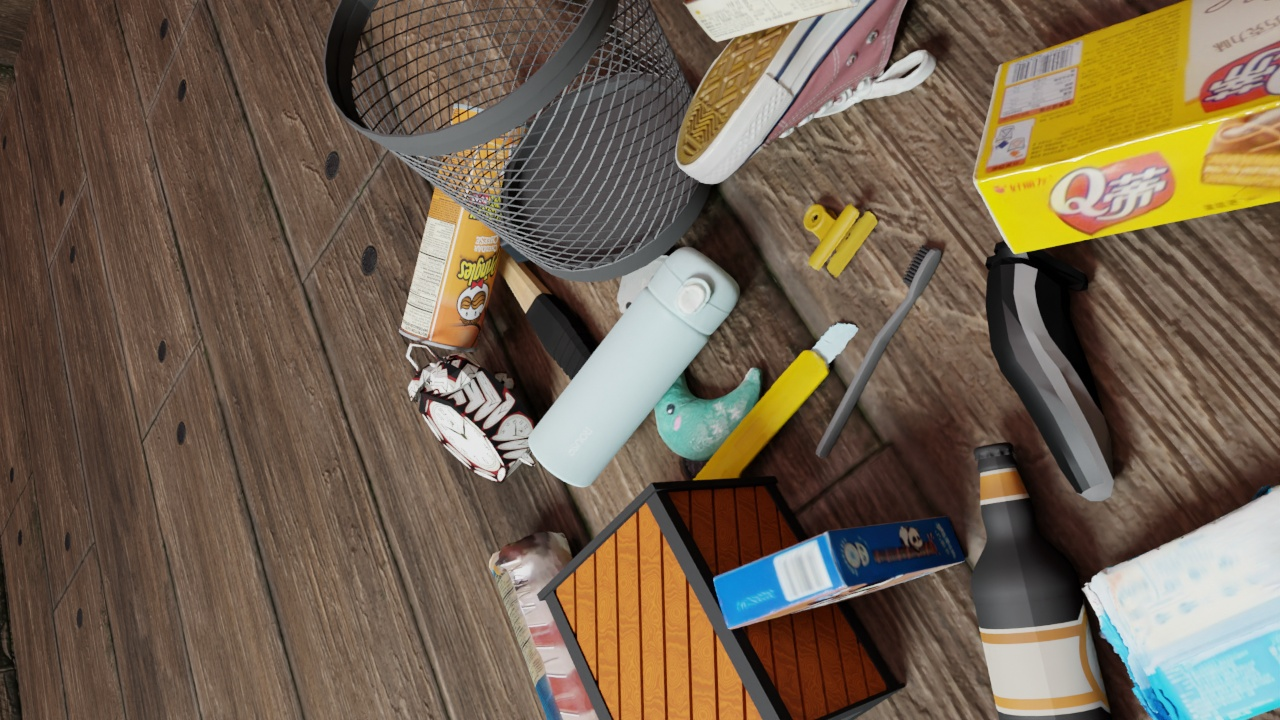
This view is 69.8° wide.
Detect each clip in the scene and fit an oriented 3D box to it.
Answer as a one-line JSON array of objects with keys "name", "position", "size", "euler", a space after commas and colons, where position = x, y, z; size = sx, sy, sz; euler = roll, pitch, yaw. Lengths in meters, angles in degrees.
[{"name": "clip", "position": [0.136, -0.093, 0.658], "size": [0.049, 0.044, 0.054], "euler": [38, 116, 11]}, {"name": "clip", "position": [-0.003, -0.066, 0.777], "size": [0.102, 0.050, 0.058], "euler": [14, 83, 44]}]

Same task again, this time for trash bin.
[{"name": "trash bin", "position": [0.051, 0.193, 0.638], "size": [0.140, 0.139, 0.171], "euler": [-48, 57, 29]}, {"name": "trash bin", "position": [-0.070, -0.193, 0.683], "size": [0.218, 0.227, 0.217], "euler": [-10, 64, 22]}]

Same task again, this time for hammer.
[{"name": "hammer", "position": [-0.102, -0.061, 0.871], "size": [0.328, 0.039, 0.131], "euler": [51, 118, 32]}]

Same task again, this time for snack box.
[{"name": "snack box", "position": [0.117, -0.287, 0.605], "size": [0.147, 0.041, 0.143], "euler": [-56, 30, -11]}, {"name": "snack box", "position": [0.126, 0.129, 0.566], "size": [0.087, 0.151, 0.034], "euler": [-32, 65, 37]}, {"name": "snack box", "position": [0.295, -0.132, 0.457], "size": [0.231, 0.061, 0.109], "euler": [-10, 45, 42]}]

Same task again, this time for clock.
[{"name": "clock", "position": [-0.158, 0.038, 0.858], "size": [0.154, 0.064, 0.115], "euler": [52, 150, -15]}]

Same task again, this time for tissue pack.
[{"name": "tissue pack", "position": [0.306, 0.124, 0.461], "size": [0.145, 0.061, 0.092], "euler": [-41, 59, 30]}]

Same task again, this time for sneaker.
[{"name": "sneaker", "position": [0.125, -0.208, 0.639], "size": [0.241, 0.088, 0.118], "euler": [-48, 30, 6]}]

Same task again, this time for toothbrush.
[{"name": "toothbrush", "position": [0.163, -0.003, 0.637], "size": [0.013, 0.012, 0.167], "euler": [42, 115, 45]}]

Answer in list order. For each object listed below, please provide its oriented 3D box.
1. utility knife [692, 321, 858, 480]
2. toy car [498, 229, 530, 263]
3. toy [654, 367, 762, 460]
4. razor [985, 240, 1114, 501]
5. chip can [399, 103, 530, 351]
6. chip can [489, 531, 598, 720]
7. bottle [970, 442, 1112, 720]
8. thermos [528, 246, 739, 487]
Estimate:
[{"name": "utility knife", "position": [0.097, 0.041, 0.678], "size": [0.030, 0.017, 0.179], "euler": [45, 109, 21]}, {"name": "toy car", "position": [-0.071, -0.121, 0.817], "size": [0.112, 0.046, 0.034], "euler": [-24, 59, 12]}, {"name": "toy", "position": [0.047, 0.036, 0.730], "size": [0.105, 0.033, 0.085], "euler": [18, 88, 43]}, {"name": "razor", "position": [0.241, 0.006, 0.540], "size": [0.060, 0.057, 0.156], "euler": [-8, 79, 10]}, {"name": "chip can", "position": [-0.163, -0.121, 0.855], "size": [0.075, 0.075, 0.215], "euler": [22, 100, 42]}, {"name": "chip can", "position": [-0.056, 0.260, 0.778], "size": [0.080, 0.079, 0.229], "euler": [-45, 59, 31]}, {"name": "bottle", "position": [0.226, 0.139, 0.535], "size": [0.059, 0.059, 0.181], "euler": [-19, 74, 40]}, {"name": "thermos", "position": [-0.004, 0.004, 0.725], "size": [0.065, 0.077, 0.207], "euler": [39, 103, 0]}]
